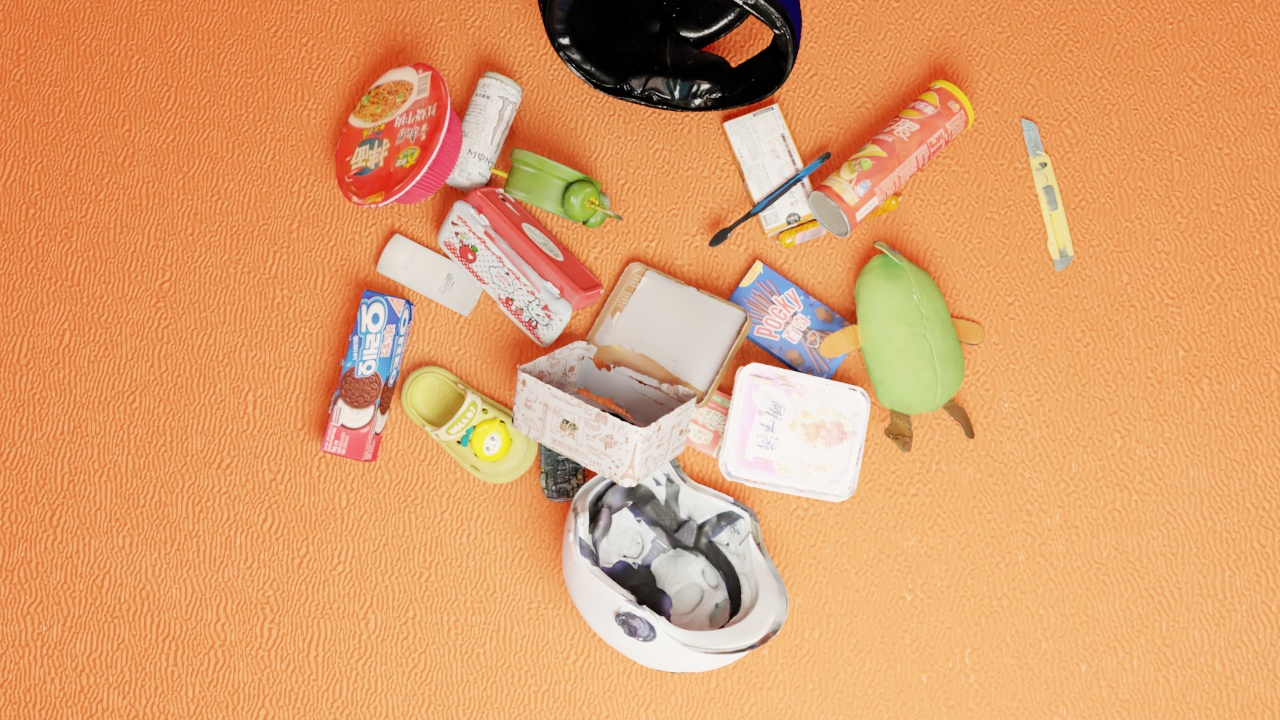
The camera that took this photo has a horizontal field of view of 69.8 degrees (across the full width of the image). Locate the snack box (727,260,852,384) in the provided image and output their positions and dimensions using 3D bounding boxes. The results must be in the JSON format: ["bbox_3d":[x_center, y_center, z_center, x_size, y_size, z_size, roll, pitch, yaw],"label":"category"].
[{"bbox_3d":[0.181,-0.044,1.117,0.157,0.026,0.084,35,86,7],"label":"snack box"}]

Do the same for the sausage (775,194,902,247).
[{"bbox_3d":[0.244,-0.172,1.131,0.165,0.021,0.021,-19,82,1],"label":"sausage"}]

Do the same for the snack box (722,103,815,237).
[{"bbox_3d":[0.163,-0.238,1.143,0.075,0.026,0.153,-20,82,1],"label":"snack box"}]

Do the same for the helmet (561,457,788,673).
[{"bbox_3d":[0.022,0.243,1.015,0.258,0.228,0.146,38,128,12],"label":"helmet"}]

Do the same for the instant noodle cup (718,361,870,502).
[{"bbox_3d":[0.171,0.083,1.064,0.173,0.060,0.138,13,86,-16],"label":"instant noodle cup"}]

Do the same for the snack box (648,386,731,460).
[{"bbox_3d":[0.078,0.071,1.111,0.153,0.025,0.075,27,85,7],"label":"snack box"}]

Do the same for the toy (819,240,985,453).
[{"bbox_3d":[0.313,-0.017,1.071,0.226,0.090,0.246,-5,77,-23],"label":"toy"}]

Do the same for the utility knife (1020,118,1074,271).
[{"bbox_3d":[0.497,-0.205,1.124,0.031,0.020,0.195,-11,78,-3],"label":"utility knife"}]

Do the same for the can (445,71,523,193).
[{"bbox_3d":[-0.200,-0.285,1.158,0.058,0.058,0.146,21,85,6],"label":"can"}]

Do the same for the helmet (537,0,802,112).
[{"bbox_3d":[0.040,-0.444,1.071,0.315,0.248,0.239,13,58,3],"label":"helmet"}]

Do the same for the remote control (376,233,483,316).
[{"bbox_3d":[-0.265,-0.109,1.160,0.135,0.019,0.056,26,86,6],"label":"remote control"}]

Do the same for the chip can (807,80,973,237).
[{"bbox_3d":[0.300,-0.240,1.099,0.216,0.073,0.073,-43,82,-9],"label":"chip can"}]

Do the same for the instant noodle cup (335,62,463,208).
[{"bbox_3d":[-0.287,-0.266,1.131,0.194,0.065,0.193,-12,68,31],"label":"instant noodle cup"}]

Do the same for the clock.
[{"bbox_3d":[-0.095,-0.204,1.114,0.161,0.116,0.056,23,96,10],"label":"clock"}]

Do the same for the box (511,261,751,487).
[{"bbox_3d":[-0.008,0.016,1.069,0.179,0.131,0.271,25,56,25],"label":"box"}]

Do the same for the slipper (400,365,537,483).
[{"bbox_3d":[-0.215,0.076,1.105,0.190,0.081,0.091,35,89,10],"label":"slipper"}]

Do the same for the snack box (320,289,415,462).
[{"bbox_3d":[-0.334,0.019,1.131,0.058,0.057,0.207,13,84,2],"label":"snack box"}]

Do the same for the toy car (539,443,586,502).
[{"bbox_3d":[-0.095,0.112,1.114,0.054,0.037,0.120,-6,73,4],"label":"toy car"}]

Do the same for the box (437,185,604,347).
[{"bbox_3d":[-0.154,-0.114,1.129,0.201,0.095,0.102,44,115,6],"label":"box"}]

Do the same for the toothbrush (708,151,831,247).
[{"bbox_3d":[0.158,-0.196,1.119,0.189,0.016,0.014,-38,74,-3],"label":"toothbrush"}]
